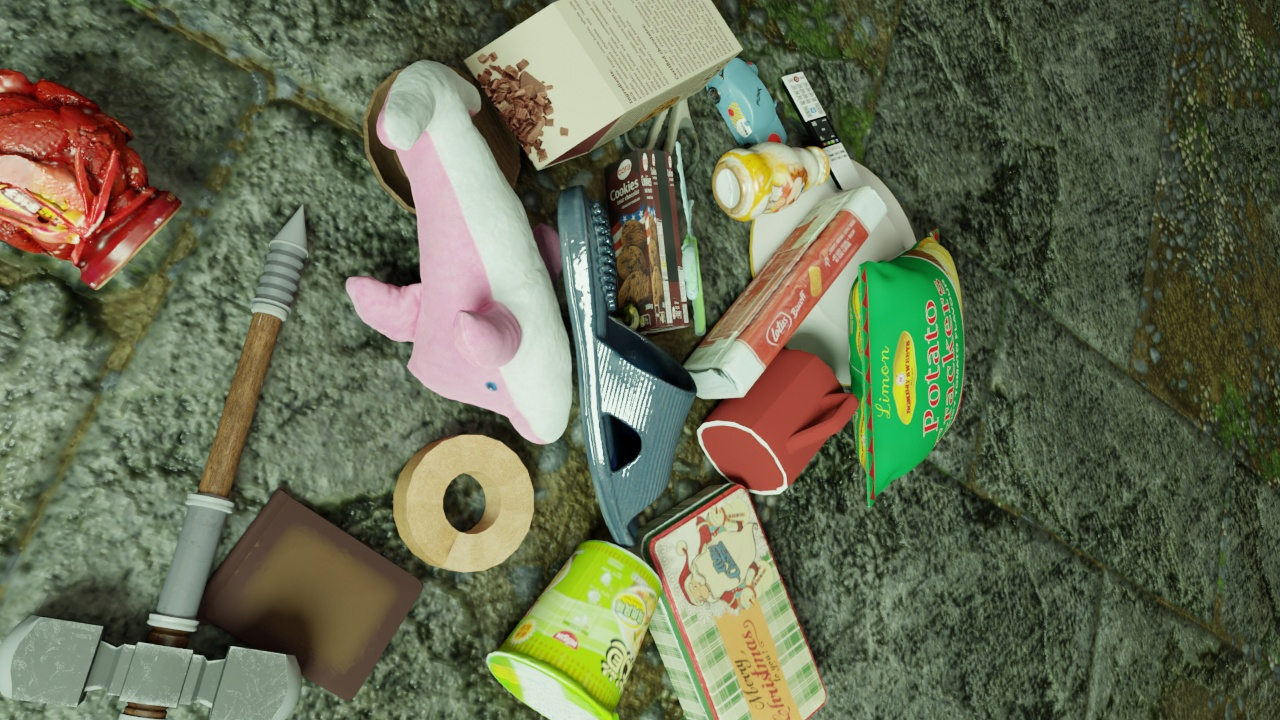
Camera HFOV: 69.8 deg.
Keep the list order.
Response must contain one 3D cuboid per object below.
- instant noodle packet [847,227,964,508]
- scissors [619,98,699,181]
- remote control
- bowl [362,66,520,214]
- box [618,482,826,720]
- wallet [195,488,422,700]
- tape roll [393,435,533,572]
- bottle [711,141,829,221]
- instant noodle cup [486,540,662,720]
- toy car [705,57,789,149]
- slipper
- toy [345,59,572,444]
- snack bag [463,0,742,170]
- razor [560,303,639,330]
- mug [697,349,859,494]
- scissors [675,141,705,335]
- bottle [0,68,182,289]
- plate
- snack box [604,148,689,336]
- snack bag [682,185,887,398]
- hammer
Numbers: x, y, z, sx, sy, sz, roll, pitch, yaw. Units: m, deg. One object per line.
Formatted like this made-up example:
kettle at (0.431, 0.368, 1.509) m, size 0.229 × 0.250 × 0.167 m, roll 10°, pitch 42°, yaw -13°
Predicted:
instant noodle packet at (0.237, -0.006, 0.816) m, size 0.252 × 0.090 × 0.196 m, roll -25°, pitch 113°, yaw -56°
scissors at (0.023, -0.238, 0.794) m, size 0.132 × 0.013 × 0.169 m, roll -7°, pitch 87°, yaw -34°
remote control at (0.171, -0.218, 0.875) m, size 0.028 × 0.012 × 0.124 m, roll -24°, pitch 85°, yaw -33°
bowl at (-0.145, -0.152, 0.661) m, size 0.117 × 0.030 × 0.117 m, roll 5°, pitch 80°, yaw -32°
box at (0.069, 0.210, 0.735) m, size 0.117 × 0.050 × 0.205 m, roll -23°, pitch 96°, yaw -32°
wallet at (-0.210, 0.151, 0.585) m, size 0.115 × 0.018 × 0.091 m, roll 39°, pitch 64°, yaw -18°
tape roll at (-0.122, 0.099, 0.640) m, size 0.093 × 0.027 × 0.094 m, roll 6°, pitch 80°, yaw -32°
bottle at (0.118, -0.162, 0.811) m, size 0.108 × 0.063 × 0.063 m, roll -20°, pitch 94°, yaw -30°
instant noodle cup at (-0.039, 0.190, 0.647) m, size 0.099 × 0.099 × 0.107 m, roll 46°, pitch 53°, yaw -19°
toy car at (0.104, -0.227, 0.836) m, size 0.060 × 0.028 × 0.108 m, roll -40°, pitch 104°, yaw -31°
slipper at (-0.004, 0.004, 0.656) m, size 0.082 × 0.101 × 0.264 m, roll -8°, pitch 105°, yaw 0°
toy at (-0.125, -0.056, 0.604) m, size 0.186 × 0.128 × 0.266 m, roll -75°, pitch 153°, yaw -65°
snack bag at (-0.030, -0.230, 0.717) m, size 0.205 × 0.070 × 0.094 m, roll -37°, pitch 94°, yaw -31°
razor at (-0.057, -0.034, 0.703) m, size 0.105 × 0.043 × 0.026 m, roll 6°, pitch 82°, yaw -22°
mug at (0.120, 0.049, 0.751) m, size 0.096 × 0.117 × 0.080 m, roll -44°, pitch 111°, yaw -30°
scissors at (0.041, -0.090, 0.727) m, size 0.171 × 0.021 × 0.171 m, roll -80°, pitch 161°, yaw -55°
bottle at (-0.320, -0.098, 0.499) m, size 0.111 × 0.099 × 0.098 m, roll 46°, pitch 61°, yaw -26°
plate at (0.200, -0.091, 0.881) m, size 0.229 × 0.021 × 0.229 m, roll 6°, pitch 80°, yaw -32°
snack box at (0.004, -0.092, 0.737) m, size 0.031 × 0.051 × 0.141 m, roll -3°, pitch 84°, yaw -33°
snack bag at (0.121, -0.058, 0.775) m, size 0.041 × 0.078 × 0.224 m, roll 45°, pitch 70°, yaw -17°
hammer at (-0.249, 0.049, 0.556) m, size 0.156 × 0.043 × 0.321 m, roll 17°, pitch 69°, yaw -21°
